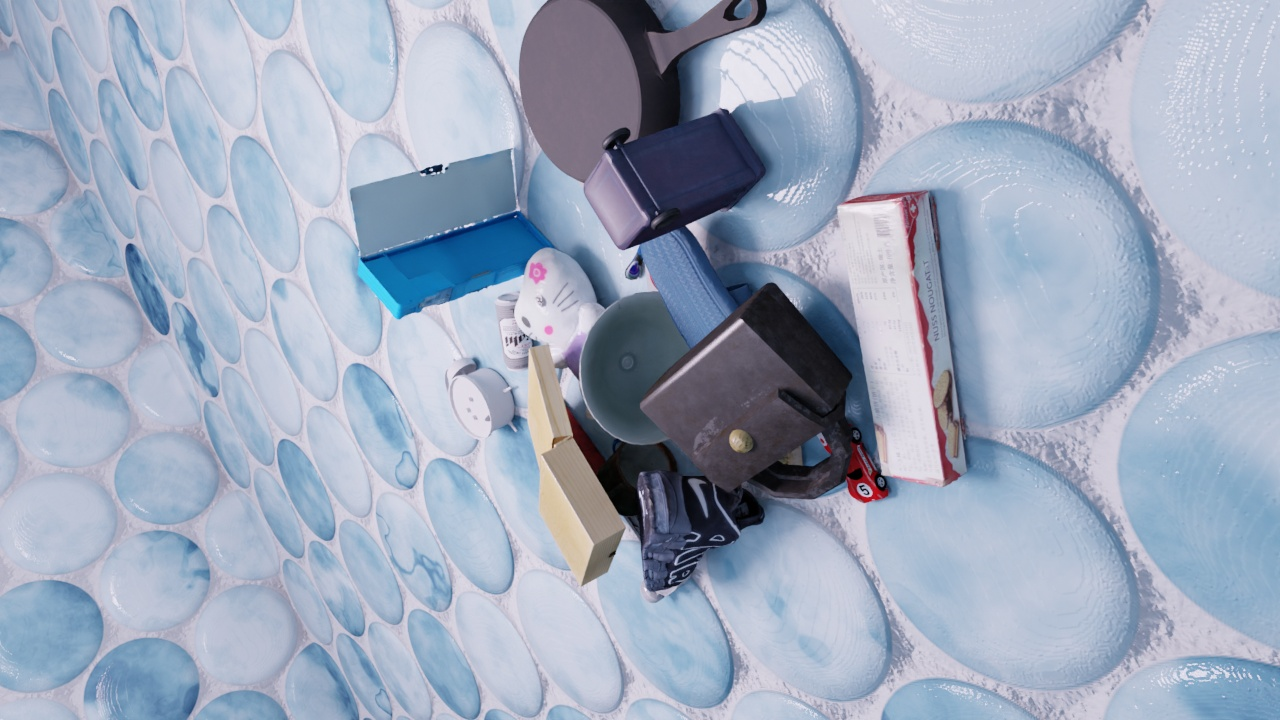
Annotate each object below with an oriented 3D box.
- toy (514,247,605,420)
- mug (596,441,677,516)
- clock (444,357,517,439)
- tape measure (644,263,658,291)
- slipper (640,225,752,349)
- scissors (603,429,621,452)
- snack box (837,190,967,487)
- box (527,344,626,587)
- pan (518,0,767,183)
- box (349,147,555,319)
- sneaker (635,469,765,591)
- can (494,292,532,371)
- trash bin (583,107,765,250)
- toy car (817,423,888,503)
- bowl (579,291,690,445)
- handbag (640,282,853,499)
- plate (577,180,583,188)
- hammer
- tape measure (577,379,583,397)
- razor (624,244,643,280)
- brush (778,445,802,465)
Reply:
[{"bbox_3d":[-0.076,-0.039,1.159,0.209,0.085,0.138,52,137,12],"label":"toy"},{"bbox_3d":[-0.017,0.157,1.178,0.085,0.110,0.081,50,141,8],"label":"mug"},{"bbox_3d":[-0.262,0.060,1.438,0.159,0.060,0.120,20,124,39],"label":"clock"},{"bbox_3d":[0.035,-0.098,1.051,0.060,0.020,0.062,9,118,39],"label":"tape measure"},{"bbox_3d":[0.075,-0.062,0.997,0.104,0.059,0.214,-19,110,53],"label":"slipper"},{"bbox_3d":[-0.001,0.095,1.209,0.134,0.016,0.073,-12,97,45],"label":"scissors"},{"bbox_3d":[0.245,-0.018,0.847,0.077,0.044,0.273,7,114,52],"label":"snack box"},{"bbox_3d":[-0.098,0.143,1.169,0.248,0.076,0.257,107,147,-64],"label":"box"},{"bbox_3d":[-0.014,-0.300,0.944,0.357,0.043,0.249,-9,103,50],"label":"pan"},{"bbox_3d":[-0.238,-0.157,1.147,0.075,0.242,0.167,-18,96,50],"label":"box"},{"bbox_3d":[0.072,0.200,1.105,0.253,0.151,0.097,90,174,-59],"label":"sneaker"},{"bbox_3d":[-0.178,-0.041,1.302,0.044,0.043,0.107,18,123,42],"label":"can"},{"bbox_3d":[0.036,-0.179,0.893,0.093,0.160,0.092,59,147,6],"label":"trash bin"},{"bbox_3d":[0.221,0.107,0.954,0.038,0.025,0.089,-29,88,51],"label":"toy car"},{"bbox_3d":[-0.006,0.006,1.050,0.068,0.174,0.174,17,123,59],"label":"bowl"},{"bbox_3d":[0.122,0.063,0.933,0.199,0.102,0.198,44,134,-2],"label":"handbag"},{"bbox_3d":[-0.027,-0.255,1.035,0.173,0.019,0.173,25,128,38],"label":"plate"},{"bbox_3d":[-0.036,0.182,1.278,0.315,0.036,0.126,54,138,13],"label":"hammer"},{"bbox_3d":[-0.057,0.031,1.228,0.064,0.016,0.065,35,133,31],"label":"tape measure"},{"bbox_3d":[0.007,-0.138,1.053,0.141,0.044,0.018,113,163,-50],"label":"razor"},{"bbox_3d":[0.129,0.107,1.044,0.117,0.039,0.049,10,116,40],"label":"brush"}]
